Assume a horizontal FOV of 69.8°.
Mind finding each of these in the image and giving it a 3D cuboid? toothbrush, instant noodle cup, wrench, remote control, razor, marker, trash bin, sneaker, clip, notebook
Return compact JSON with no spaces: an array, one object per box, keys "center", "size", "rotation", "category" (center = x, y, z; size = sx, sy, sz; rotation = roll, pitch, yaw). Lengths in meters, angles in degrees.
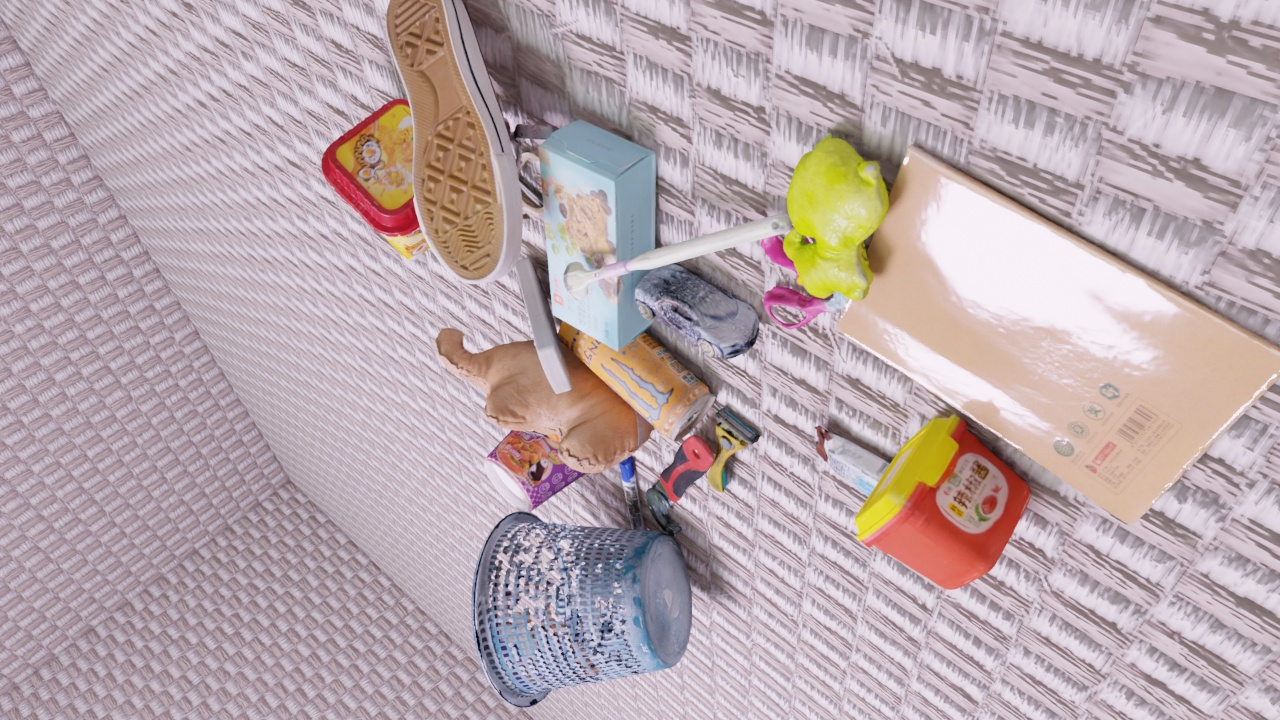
[{"center":[0.021,-0.075,0.643],"size":[0.190,0.020,0.029],"rotation":[-12,92,36],"category":"toothbrush"},{"center":[-0.126,0.121,1.104],"size":[0.111,0.099,0.112],"rotation":[35,148,25],"category":"instant noodle cup"},{"center":[0.037,0.126,0.928],"size":[0.056,0.016,0.274],"rotation":[49,159,15],"category":"wrench"},{"center":[-0.093,-0.035,0.855],"size":[0.150,0.021,0.058],"rotation":[-112,2,-48],"category":"remote control"},{"center":[0.077,0.094,0.846],"size":[0.043,0.028,0.133],"rotation":[36,152,18],"category":"razor"},{"center":[-0.226,-0.166,0.885],"size":[0.116,0.116,0.124],"rotation":[45,164,9],"category":"instant noodle cup"},{"center":[-0.010,0.159,1.066],"size":[0.017,0.016,0.146],"rotation":[32,148,31],"category":"marker"},{"center":[-0.052,0.280,1.062],"size":[0.195,0.225,0.227],"rotation":[-9,123,22],"category":"trash bin"},{"center":[-0.128,-0.176,0.713],"size":[0.118,0.087,0.241],"rotation":[-19,82,30],"category":"sneaker"},{"center":[-0.114,-0.163,0.786],"size":[0.102,0.034,0.095],"rotation":[45,141,28],"category":"clip"},{"center":[0.214,-0.011,0.510],"size":[0.208,0.008,0.148],"rotation":[37,145,23],"category":"notebook"}]

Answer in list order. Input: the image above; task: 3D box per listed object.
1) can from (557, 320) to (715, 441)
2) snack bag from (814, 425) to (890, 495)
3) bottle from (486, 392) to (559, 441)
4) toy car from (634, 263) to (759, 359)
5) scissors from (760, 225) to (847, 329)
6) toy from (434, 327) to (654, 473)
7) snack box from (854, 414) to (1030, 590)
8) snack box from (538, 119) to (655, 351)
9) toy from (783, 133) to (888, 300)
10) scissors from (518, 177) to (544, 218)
[{"center":[-0.005,0.005,0.816],"size":[0.146,0.058,0.058],"rotation":[42,152,15],"category":"can"},{"center":[0.172,0.085,0.688],"size":[0.105,0.026,0.045],"rotation":[31,157,34],"category":"snack bag"},{"center":[-0.105,0.060,1.041],"size":[0.150,0.066,0.067],"rotation":[22,143,31],"category":"bottle"},{"center":[0.043,-0.040,0.698],"size":[0.105,0.048,0.031],"rotation":[33,151,27],"category":"toy car"},{"center":[0.130,-0.034,0.611],"size":[0.135,0.017,0.108],"rotation":[39,144,16],"category":"scissors"},{"center":[-0.090,0.026,0.885],"size":[0.226,0.143,0.083],"rotation":[27,119,19],"category":"toy"},{"center":[0.198,0.096,0.599],"size":[0.080,0.091,0.082],"rotation":[37,151,8],"category":"snack box"},{"center":[-0.032,-0.094,0.720],"size":[0.074,0.051,0.175],"rotation":[29,142,26],"category":"snack box"},{"center":[0.113,-0.083,0.544],"size":[0.097,0.031,0.100],"rotation":[11,121,60],"category":"toy"},{"center":[-0.084,-0.124,0.820],"size":[0.175,0.014,0.133],"rotation":[24,143,40],"category":"scissors"}]
